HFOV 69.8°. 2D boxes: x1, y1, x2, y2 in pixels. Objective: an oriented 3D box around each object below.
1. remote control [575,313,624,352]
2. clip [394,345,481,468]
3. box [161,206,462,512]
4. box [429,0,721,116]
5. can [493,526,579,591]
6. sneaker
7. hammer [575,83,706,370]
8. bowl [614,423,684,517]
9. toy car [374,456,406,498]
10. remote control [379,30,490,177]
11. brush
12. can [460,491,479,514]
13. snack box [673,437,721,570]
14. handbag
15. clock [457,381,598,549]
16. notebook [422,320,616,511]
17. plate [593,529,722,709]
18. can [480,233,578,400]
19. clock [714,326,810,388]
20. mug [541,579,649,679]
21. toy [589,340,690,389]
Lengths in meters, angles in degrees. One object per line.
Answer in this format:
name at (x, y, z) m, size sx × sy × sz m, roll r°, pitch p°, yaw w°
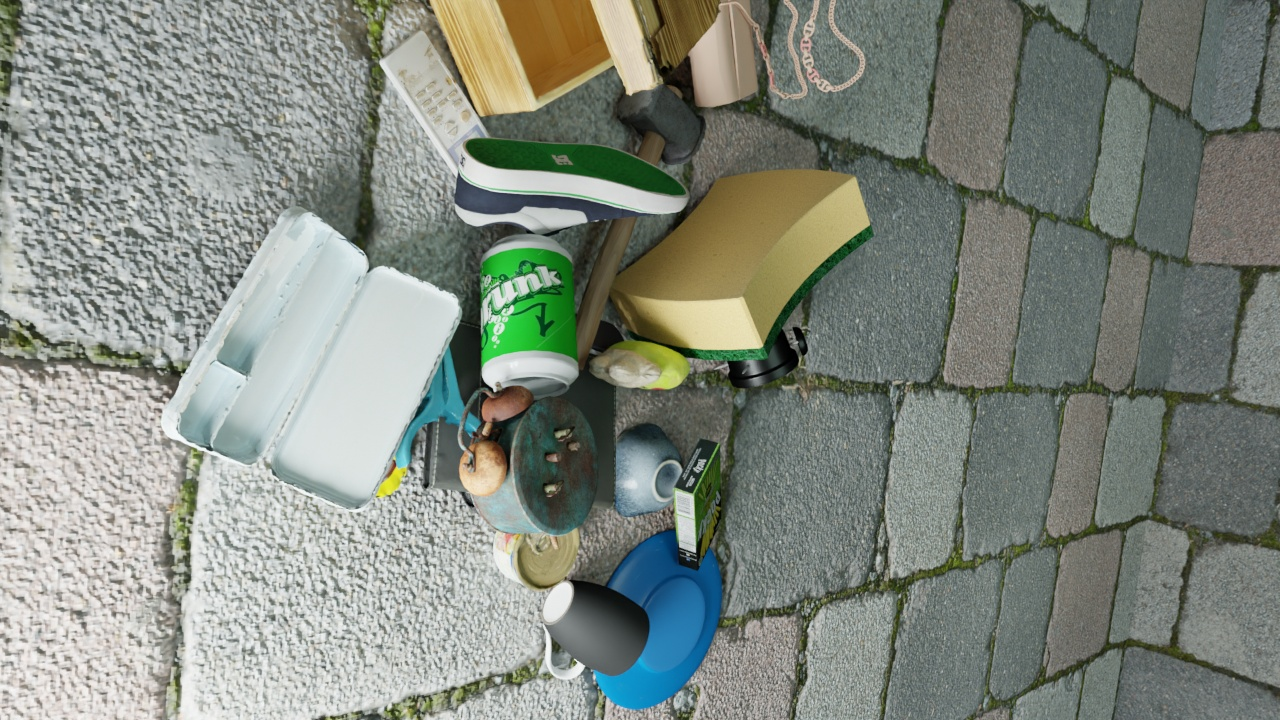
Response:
remote control at (-0.062, -0.031, 0.964) m, size 0.124 × 0.009 × 0.046 m, roll 17°, pitch 44°, yaw -44°
clip at (-0.167, 0.054, 0.813) m, size 0.119 × 0.033 × 0.120 m, roll 37°, pitch 58°, yaw -22°
box at (-0.263, 0.000, 0.753) m, size 0.185 × 0.084 × 0.210 m, roll 30°, pitch 76°, yaw -32°
box at (-0.044, -0.395, 0.791) m, size 0.257 × 0.221 × 0.279 m, roll -42°, pitch 122°, yaw -33°
can at (-0.107, 0.192, 0.953) m, size 0.086 × 0.043 × 0.086 m, roll -9°, pitch 104°, yaw -43°
sneaker at (-0.065, -0.155, 0.879) m, size 0.235 × 0.084 × 0.079 m, roll 0°, pitch 130°, yaw -29°
hammer at (-0.018, -0.144, 0.956) m, size 0.098 × 0.052 × 0.327 m, roll 34°, pitch 70°, yaw -42°
bowl at (0.013, 0.131, 1.050) m, size 0.110 × 0.055 × 0.110 m, roll -10°, pitch 105°, yaw -42°
toy car at (-0.244, 0.079, 0.812) m, size 0.049 × 0.030 × 0.107 m, roll -48°, pitch 128°, yaw -28°
remote control at (-0.178, -0.225, 0.832) m, size 0.050 × 0.011 × 0.136 m, roll -50°, pitch 128°, yaw -25°
brush at (0.108, -0.110, 0.997) m, size 0.249 × 0.195 × 0.075 m, roll -46°, pitch 125°, yaw -28°
can at (-0.115, 0.115, 0.924) m, size 0.137 × 0.054 × 0.054 m, roll -11°, pitch 105°, yaw -42°
snack box at (0.069, 0.171, 1.082) m, size 0.148 × 0.025 × 0.080 m, roll 84°, pitch 28°, yaw -43°
handbag at (0.133, -0.373, 0.976) m, size 0.116 × 0.187 × 0.199 m, roll -51°, pitch 135°, yaw -62°
clock at (-0.098, 0.085, 0.803) m, size 0.157 × 0.073 × 0.121 m, roll 48°, pitch 46°, yaw -39°
notebook at (-0.110, 0.054, 0.895) m, size 0.208 × 0.030 × 0.169 m, roll 16°, pitch 65°, yaw -40°
plate at (0.032, 0.320, 1.123) m, size 0.223 × 0.024 × 0.224 m, roll -9°, pitch 104°, yaw -42°
can at (-0.104, -0.040, 0.854) m, size 0.087 × 0.088 × 0.139 m, roll 16°, pitch 61°, yaw -44°
clock at (0.156, -0.011, 1.137) m, size 0.120 × 0.091 × 0.042 m, roll -29°, pitch 107°, yaw -22°
mug at (-0.065, 0.296, 0.998) m, size 0.100 × 0.085 × 0.119 m, roll 38°, pitch 101°, yaw -28°
toy at (-0.005, 0.005, 0.926) m, size 0.115 × 0.092 × 0.046 m, roll -9°, pitch 111°, yaw -58°
